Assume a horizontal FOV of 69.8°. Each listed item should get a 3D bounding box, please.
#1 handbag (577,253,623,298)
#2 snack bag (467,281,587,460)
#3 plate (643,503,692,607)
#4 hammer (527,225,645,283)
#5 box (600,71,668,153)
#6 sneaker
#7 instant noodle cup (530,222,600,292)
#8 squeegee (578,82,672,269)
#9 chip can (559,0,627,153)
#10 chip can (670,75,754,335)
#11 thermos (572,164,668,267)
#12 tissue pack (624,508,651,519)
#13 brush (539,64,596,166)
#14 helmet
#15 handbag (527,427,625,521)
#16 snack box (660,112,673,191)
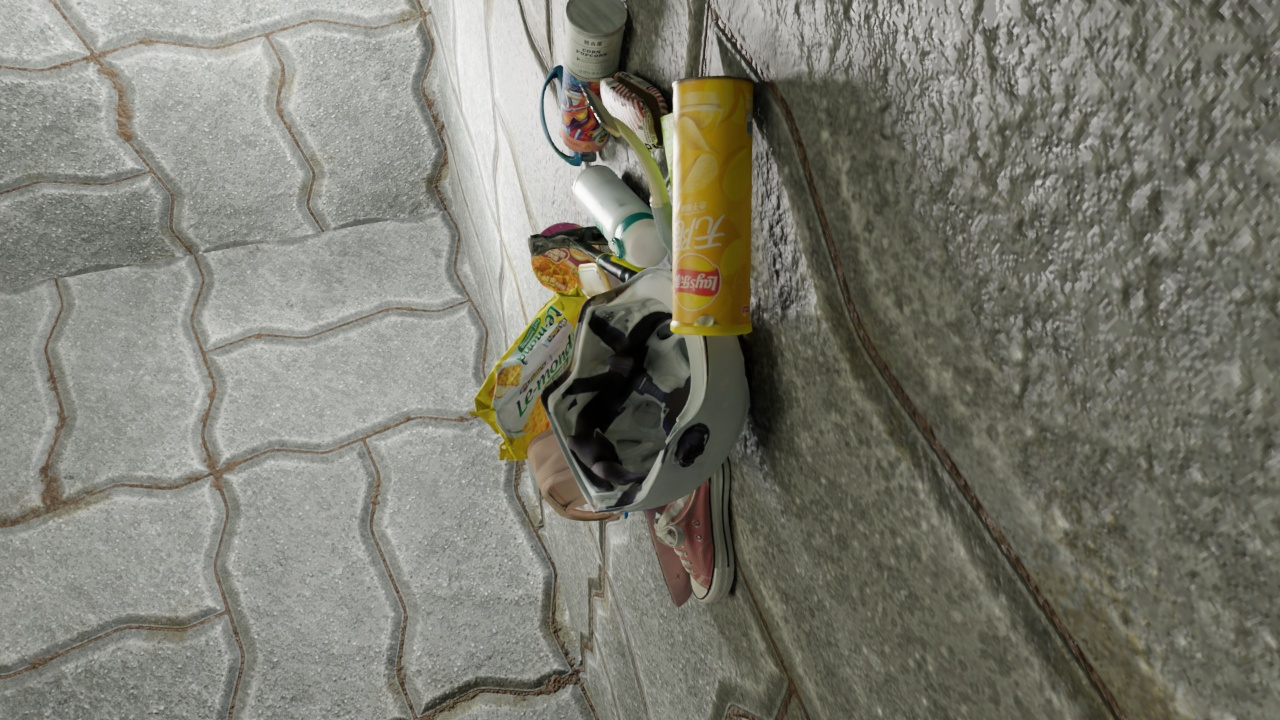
[{"bbox_3d":[-0.037,-0.062,1.330,0.163,0.063,0.179,-155,50,-75],"label":"handbag"},{"bbox_3d":[-0.144,0.021,1.326,0.068,0.246,0.158,26,156,26],"label":"snack bag"},{"bbox_3d":[0.040,0.240,1.266,0.192,0.039,0.192,-14,-94,-88],"label":"plate"},{"bbox_3d":[-0.035,-0.127,1.176,0.323,0.126,0.032,-143,43,-58],"label":"hammer"},{"bbox_3d":[-0.013,-0.279,1.032,0.164,0.064,0.074,-126,42,-59],"label":"box"},{"bbox_3d":[0.059,0.202,1.119,0.118,0.087,0.241,-124,26,-55],"label":"sneaker"},{"bbox_3d":[-0.123,-0.166,1.484,0.099,0.111,0.111,-138,36,-80],"label":"instant noodle cup"},{"bbox_3d":[0.013,-0.172,0.979,0.246,0.039,0.247,-108,-8,-65],"label":"squeegee"},{"bbox_3d":[-0.063,-0.352,1.141,0.215,0.071,0.071,106,149,-63],"label":"chip can"},{"bbox_3d":[0.061,-0.129,0.785,0.072,0.072,0.213,-155,64,-73],"label":"chip can"},{"bbox_3d":[-0.027,-0.180,1.147,0.224,0.073,0.073,-124,25,-56],"label":"thermos"},{"bbox_3d":[0.019,0.124,1.157,0.095,0.052,0.156,103,-166,-60],"label":"tissue pack"},{"bbox_3d":[-0.107,-0.348,1.310,0.055,0.073,0.144,-158,55,-79],"label":"brush"},{"bbox_3d":[0.027,0.038,0.956,0.259,0.145,0.229,-59,42,21],"label":"helmet"},{"bbox_3d":[-0.053,0.177,1.367,0.234,0.193,0.093,79,172,-52],"label":"handbag"},{"bbox_3d":[0.055,-0.174,0.930,0.086,0.026,0.156,-152,50,-72],"label":"snack box"}]
